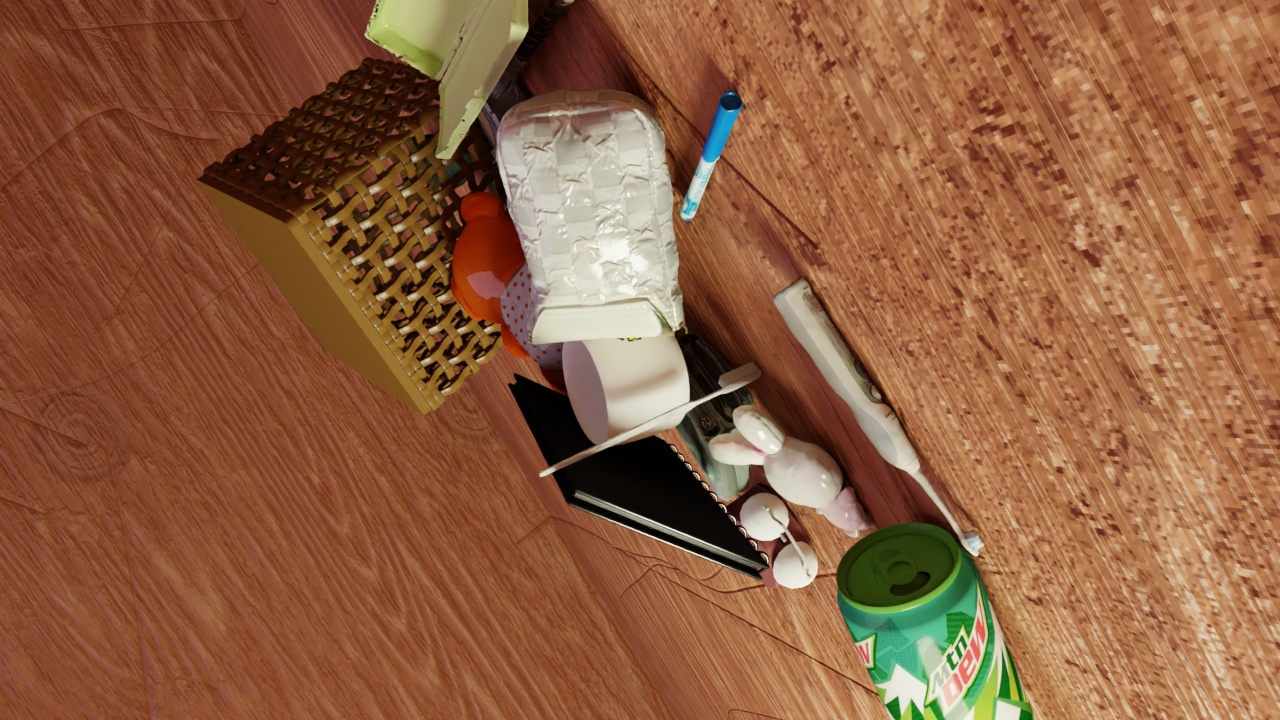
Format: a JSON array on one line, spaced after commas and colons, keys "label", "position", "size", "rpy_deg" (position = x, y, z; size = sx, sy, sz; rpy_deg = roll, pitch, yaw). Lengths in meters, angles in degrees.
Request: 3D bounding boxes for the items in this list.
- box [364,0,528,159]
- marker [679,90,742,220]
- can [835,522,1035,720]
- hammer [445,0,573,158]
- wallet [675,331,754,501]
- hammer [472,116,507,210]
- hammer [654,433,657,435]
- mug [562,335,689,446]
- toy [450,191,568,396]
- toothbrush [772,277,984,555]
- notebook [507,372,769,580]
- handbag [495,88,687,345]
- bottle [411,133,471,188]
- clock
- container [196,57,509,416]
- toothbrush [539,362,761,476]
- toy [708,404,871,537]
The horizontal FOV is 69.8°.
[{"label": "box", "position": [-0.129, -0.237, 0.641], "size": [0.133, 0.061, 0.188], "rpy_deg": [61, 150, 1]}, {"label": "marker", "position": [0.038, -0.116, 0.545], "size": [0.013, 0.013, 0.142], "rpy_deg": [55, 165, 9]}, {"label": "can", "position": [0.178, 0.177, 0.557], "size": [0.144, 0.083, 0.083], "rpy_deg": [63, 165, -20]}, {"label": "hammer", "position": [-0.078, -0.225, 0.651], "size": [0.098, 0.044, 0.322], "rpy_deg": [60, 163, -11]}, {"label": "wallet", "position": [0.055, 0.048, 0.754], "size": [0.132, 0.054, 0.100], "rpy_deg": [81, 164, -57]}, {"label": "hammer", "position": [-0.145, -0.169, 1.002], "size": [0.147, 0.028, 0.317], "rpy_deg": [41, 159, 32]}, {"label": "hammer", "position": [-0.054, -0.068, 0.904], "size": [0.129, 0.040, 0.322], "rpy_deg": [47, 162, 47]}, {"label": "mug", "position": [-0.016, 0.009, 0.697], "size": [0.115, 0.068, 0.094], "rpy_deg": [42, 141, 54]}, {"label": "toy", "position": [-0.095, -0.066, 0.810], "size": [0.172, 0.092, 0.164], "rpy_deg": [35, 125, 23]}, {"label": "toothbrush", "position": [0.136, 0.034, 0.523], "size": [0.185, 0.024, 0.022], "rpy_deg": [56, -155, 5]}, {"label": "notebook", "position": [-0.008, 0.084, 0.717], "size": [0.169, 0.019, 0.231], "rpy_deg": [26, -172, -24]}, {"label": "handbag", "position": [-0.031, -0.101, 0.617], "size": [0.123, 0.112, 0.172], "rpy_deg": [-83, -12, -55]}, {"label": "bottle", "position": [-0.261, -0.257, 1.143], "size": [0.174, 0.055, 0.055], "rpy_deg": [38, 156, 55]}, {"label": "clock", "position": [0.112, 0.154, 0.800], "size": [0.087, 0.044, 0.125], "rpy_deg": [58, 165, -2]}, {"label": "container", "position": [-0.249, -0.129, 0.929], "size": [0.220, 0.213, 0.252], "rpy_deg": [24, 150, 42]}, {"label": "toothbrush", "position": [0.008, 0.039, 0.633], "size": [0.010, 0.181, 0.010], "rpy_deg": [51, 152, 33]}, {"label": "toy", "position": [0.111, 0.079, 0.650], "size": [0.125, 0.037, 0.076], "rpy_deg": [34, 152, 3]}]
